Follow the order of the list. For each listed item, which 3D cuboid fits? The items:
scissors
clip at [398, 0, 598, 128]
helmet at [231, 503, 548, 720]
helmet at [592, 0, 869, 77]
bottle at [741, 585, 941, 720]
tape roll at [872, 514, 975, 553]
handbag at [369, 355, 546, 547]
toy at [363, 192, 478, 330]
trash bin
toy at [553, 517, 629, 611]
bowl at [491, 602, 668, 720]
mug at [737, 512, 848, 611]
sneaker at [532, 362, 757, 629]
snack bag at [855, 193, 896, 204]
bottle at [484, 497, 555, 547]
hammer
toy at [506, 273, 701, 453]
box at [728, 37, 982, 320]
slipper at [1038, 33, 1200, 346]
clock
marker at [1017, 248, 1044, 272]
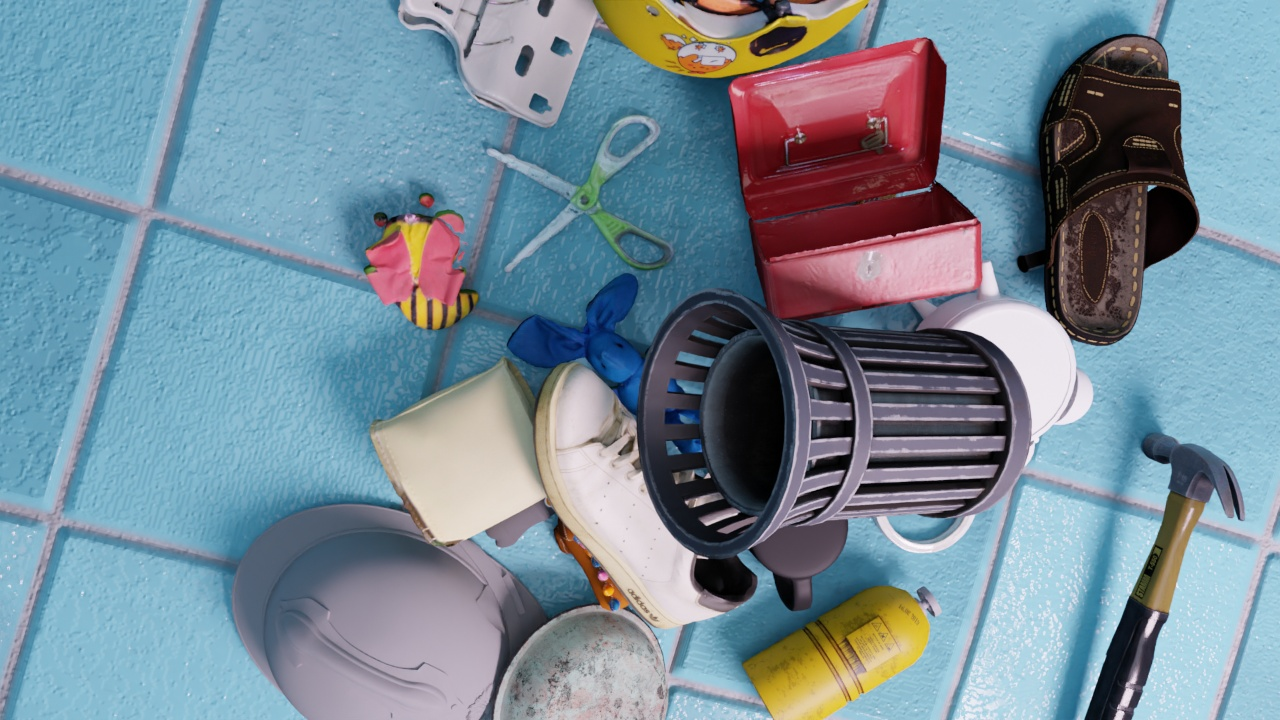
[{"bbox_3d":[-0.044,-0.133,0.738,0.171,0.022,0.174,29,95,-10],"label":"scissors"},{"bbox_3d":[-0.110,-0.261,0.701,0.142,0.073,0.124,20,88,-15],"label":"clip"},{"bbox_3d":[-0.185,0.223,0.688,0.271,0.118,0.183,30,89,-10],"label":"helmet"},{"bbox_3d":[0.067,-0.297,0.673,0.240,0.140,0.209,0,74,-8],"label":"helmet"},{"bbox_3d":[0.172,0.239,0.756,0.163,0.071,0.071,-30,96,-4],"label":"bottle"},{"bbox_3d":[0.243,0.118,0.786,0.093,0.013,0.093,0,93,-8],"label":"tape roll"},{"bbox_3d":[-0.128,0.071,0.698,0.119,0.081,0.111,-27,85,-2],"label":"handbag"},{"bbox_3d":[-0.169,-0.073,0.711,0.084,0.046,0.103,-26,101,-18],"label":"toy"},{"bbox_3d":[0.137,0.042,0.624,0.227,0.164,0.164,2,93,-31],"label":"trash bin"},{"bbox_3d":[-0.035,0.153,0.711,0.071,0.103,0.090,-23,82,9],"label":"toy"},{"bbox_3d":[-0.036,0.273,0.718,0.157,0.039,0.157,-3,96,-31],"label":"bowl"},{"bbox_3d":[0.117,0.142,0.734,0.078,0.088,0.113,-9,94,-7],"label":"mug"},{"bbox_3d":[0.012,0.104,0.670,0.103,0.088,0.241,-11,120,34],"label":"sneaker"},{"bbox_3d":[0.188,-0.120,0.762,0.026,0.020,0.099,28,90,-6],"label":"snack bag"},{"bbox_3d":[-0.076,0.106,0.735,0.110,0.036,0.036,-36,97,-4],"label":"bottle"},{"bbox_3d":[0.421,0.231,0.775,0.025,0.118,0.333,15,97,-6],"label":"hammer"},{"bbox_3d":[-0.004,0.004,0.724,0.176,0.071,0.112,40,86,3],"label":"toy"},{"bbox_3d":[0.158,-0.111,0.677,0.157,0.154,0.168,-12,57,6],"label":"box"},{"bbox_3d":[0.389,-0.145,0.746,0.113,0.076,0.267,11,83,-5],"label":"slipper"},{"bbox_3d":[0.286,0.009,0.760,0.125,0.073,0.161,-43,102,6],"label":"clock"},{"bbox_3d":[0.392,-0.103,0.789,0.140,0.016,0.016,-17,95,-6],"label":"marker"}]
